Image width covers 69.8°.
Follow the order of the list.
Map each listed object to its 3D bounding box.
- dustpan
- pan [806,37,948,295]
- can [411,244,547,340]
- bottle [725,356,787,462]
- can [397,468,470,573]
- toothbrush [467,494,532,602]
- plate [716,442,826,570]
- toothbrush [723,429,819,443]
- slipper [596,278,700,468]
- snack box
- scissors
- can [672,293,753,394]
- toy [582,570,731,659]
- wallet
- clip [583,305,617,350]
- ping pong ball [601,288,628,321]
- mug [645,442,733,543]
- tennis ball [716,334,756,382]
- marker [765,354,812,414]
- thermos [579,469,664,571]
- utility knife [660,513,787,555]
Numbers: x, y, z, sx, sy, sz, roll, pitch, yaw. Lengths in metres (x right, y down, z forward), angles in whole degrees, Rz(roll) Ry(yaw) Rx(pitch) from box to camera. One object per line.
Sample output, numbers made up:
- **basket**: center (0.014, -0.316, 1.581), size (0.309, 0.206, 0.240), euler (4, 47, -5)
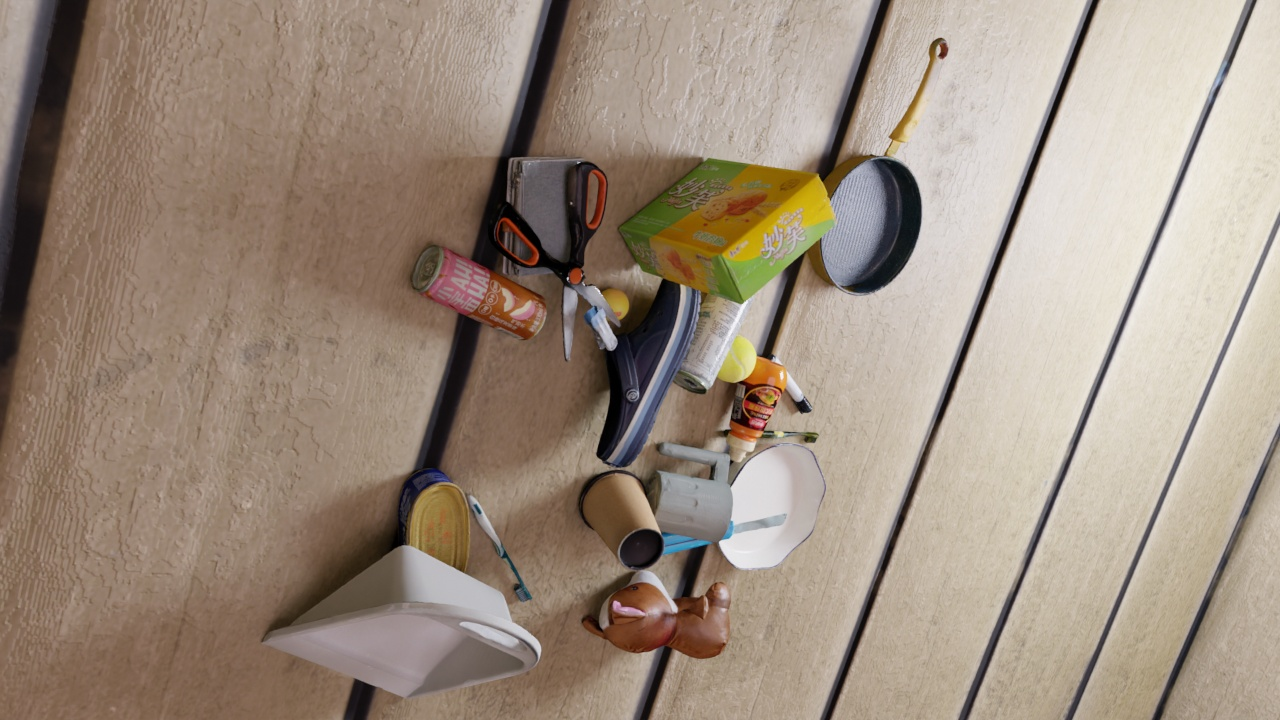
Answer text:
- **dustpan**: center (-0.244, 0.321, 1.012), size (0.258, 0.142, 0.222), euler (-43, 128, 10)
- **pan**: center (0.343, -0.263, 1.270), size (0.197, 0.078, 0.358), euler (2, 106, -35)
- **can**: center (-0.175, -0.073, 1.010), size (0.147, 0.058, 0.058), euler (26, 92, -38)
- **bottle**: center (0.154, 0.071, 1.276), size (0.066, 0.067, 0.149), euler (12, 99, -36)
- **can**: center (-0.243, 0.201, 1.073), size (0.074, 0.049, 0.148), euler (-9, 112, -31)
- **toothbrush**: center (-0.178, 0.239, 1.152), size (0.018, 0.016, 0.192), euler (-29, 122, -10)
- **plate**: center (0.186, 0.213, 1.366), size (0.204, 0.045, 0.205), euler (-12, 112, -30)
- **toothbrush**: center (0.195, 0.112, 1.355), size (0.185, 0.012, 0.017), euler (5, 115, -35)
- **slipper**: center (-0.007, 0.007, 1.134), size (0.095, 0.105, 0.253), euler (21, 92, -15)
- **snack box**: center (0.096, -0.156, 1.063), size (0.157, 0.210, 0.070), euler (-40, 124, -16)
- **scissors**: center (-0.086, -0.115, 1.026), size (0.232, 0.022, 0.221), euler (18, 90, -45)
- **can**: center (0.091, -0.032, 1.181), size (0.058, 0.058, 0.146), euler (41, 68, -37)
- **toy**: center (0.028, 0.350, 1.270), size (0.199, 0.130, 0.140), euler (2, 145, -23)
- **wallet**: center (-0.111, -0.163, 1.032), size (0.106, 0.037, 0.130), euler (-12, 114, -42)
- **clip**: center (-0.045, -0.035, 1.064), size (0.025, 0.036, 0.058), euler (-48, 134, -30)
- **ping pong ball**: center (-0.034, -0.067, 1.116), size (0.040, 0.040, 0.040), euler (-12, 114, -30)
- **mug**: center (0.064, 0.177, 1.242), size (0.103, 0.084, 0.123), euler (13, 73, -15)
- **tennis ball**: center (0.122, -0.003, 1.228), size (0.065, 0.065, 0.065), euler (-12, 114, -30)
- **marker**: center (0.215, 0.036, 1.336), size (0.022, 0.018, 0.131), euler (-43, 126, -1)
- **thermos**: center (-0.020, 0.204, 1.172), size (0.093, 0.143, 0.093), euler (-7, 112, -18)
- **utility knife**: center (0.100, 0.242, 1.289), size (0.223, 0.018, 0.034), euler (-11, 106, -8)
